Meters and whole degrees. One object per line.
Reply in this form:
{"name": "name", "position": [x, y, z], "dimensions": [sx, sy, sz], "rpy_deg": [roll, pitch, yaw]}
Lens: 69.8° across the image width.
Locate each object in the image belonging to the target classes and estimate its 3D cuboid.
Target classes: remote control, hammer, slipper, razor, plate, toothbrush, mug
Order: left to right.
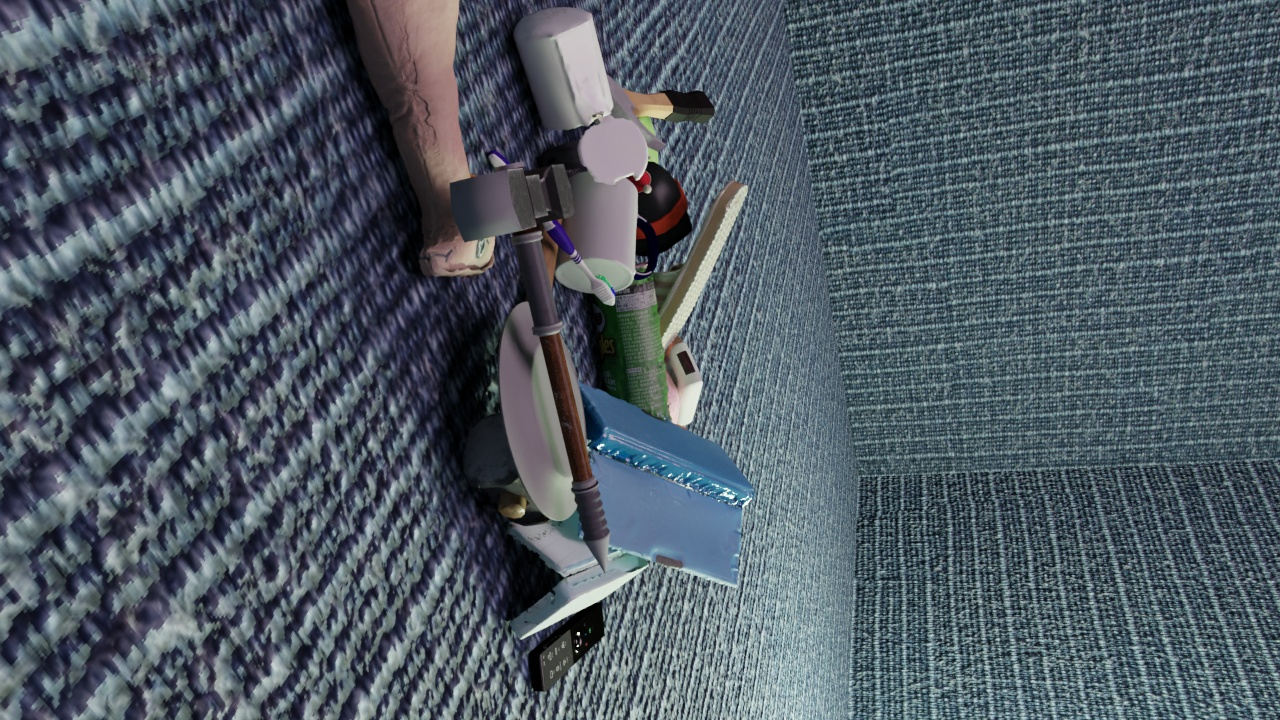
{"name": "hammer", "position": [-0.094, -0.018, 0.804], "dimensions": [0.098, 0.052, 0.327], "rpy_deg": [59, 28, -53]}
{"name": "plate", "position": [-0.071, 0.039, 0.743], "dimensions": [0.178, 0.012, 0.178], "rpy_deg": [-10, 90, -75]}
{"name": "toothbrush", "position": [-0.078, -0.119, 0.838], "dimensions": [0.186, 0.015, 0.016], "rpy_deg": [51, 26, -29]}
{"name": "hammer", "position": [-0.062, 0.012, 0.698], "dimensions": [0.155, 0.043, 0.322], "rpy_deg": [-47, 126, -71]}
{"name": "remote control", "position": [-0.065, 0.264, 0.857], "dimensions": [0.149, 0.013, 0.034], "rpy_deg": [-9, 94, -72]}
{"name": "razor", "position": [-0.062, -0.205, 0.949], "dimensions": [0.052, 0.047, 0.142], "rpy_deg": [59, 23, 0]}
{"name": "mug", "position": [-0.030, -0.123, 0.927], "dimensions": [0.111, 0.079, 0.096], "rpy_deg": [16, 65, -30]}
{"name": "hammer", "position": [0.020, -0.302, 1.087], "dimensions": [0.131, 0.039, 0.327], "rpy_deg": [57, 27, 1]}
{"name": "slipper", "position": [0.045, -0.094, 1.059], "dimensions": [0.263, 0.052, 0.114], "rpy_deg": [-63, 172, 26]}
{"name": "remote control", "position": [0.052, 0.032, 1.159], "dimensions": [0.139, 0.025, 0.060], "rpy_deg": [97, -27, -63]}

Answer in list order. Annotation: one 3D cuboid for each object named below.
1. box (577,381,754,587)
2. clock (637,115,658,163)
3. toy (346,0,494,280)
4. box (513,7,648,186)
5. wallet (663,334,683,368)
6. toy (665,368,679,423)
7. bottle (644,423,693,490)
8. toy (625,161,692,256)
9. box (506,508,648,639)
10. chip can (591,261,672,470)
{"name": "box", "position": [0.026, 0.116, 0.903], "dimensions": [0.231, 0.066, 0.172], "rpy_deg": [26, 40, -41]}
{"name": "clock", "position": [-0.011, -0.255, 1.110], "dimensions": [0.094, 0.043, 0.119], "rpy_deg": [63, 29, -46]}
{"name": "toy", "position": [-0.142, -0.196, 0.669], "dimensions": [0.195, 0.065, 0.265], "rpy_deg": [-64, 146, -49]}
{"name": "box", "position": [-0.057, -0.250, 0.877], "dimensions": [0.084, 0.119, 0.160], "rpy_deg": [-35, 129, -25]}
{"name": "wallet", "position": [0.037, -0.009, 1.224], "dimensions": [0.123, 0.019, 0.072], "rpy_deg": [45, 43, -63]}
{"name": "toy", "position": [0.022, 0.052, 1.111], "dimensions": [0.102, 0.050, 0.093], "rpy_deg": [76, 16, -53]}
{"name": "bottle", "position": [0.036, 0.129, 1.087], "dimensions": [0.063, 0.063, 0.109], "rpy_deg": [-58, 154, -61]}
{"name": "toy", "position": [0.003, -0.177, 1.037], "dimensions": [0.119, 0.100, 0.097], "rpy_deg": [66, 28, -47]}
{"name": "box", "position": [-0.062, 0.176, 0.843], "dimensions": [0.096, 0.086, 0.198], "rpy_deg": [57, 13, 12]}
{"name": "chip can", "position": [-0.007, 0.007, 1.007], "dimensions": [0.075, 0.075, 0.223], "rpy_deg": [-35, 119, -69]}
